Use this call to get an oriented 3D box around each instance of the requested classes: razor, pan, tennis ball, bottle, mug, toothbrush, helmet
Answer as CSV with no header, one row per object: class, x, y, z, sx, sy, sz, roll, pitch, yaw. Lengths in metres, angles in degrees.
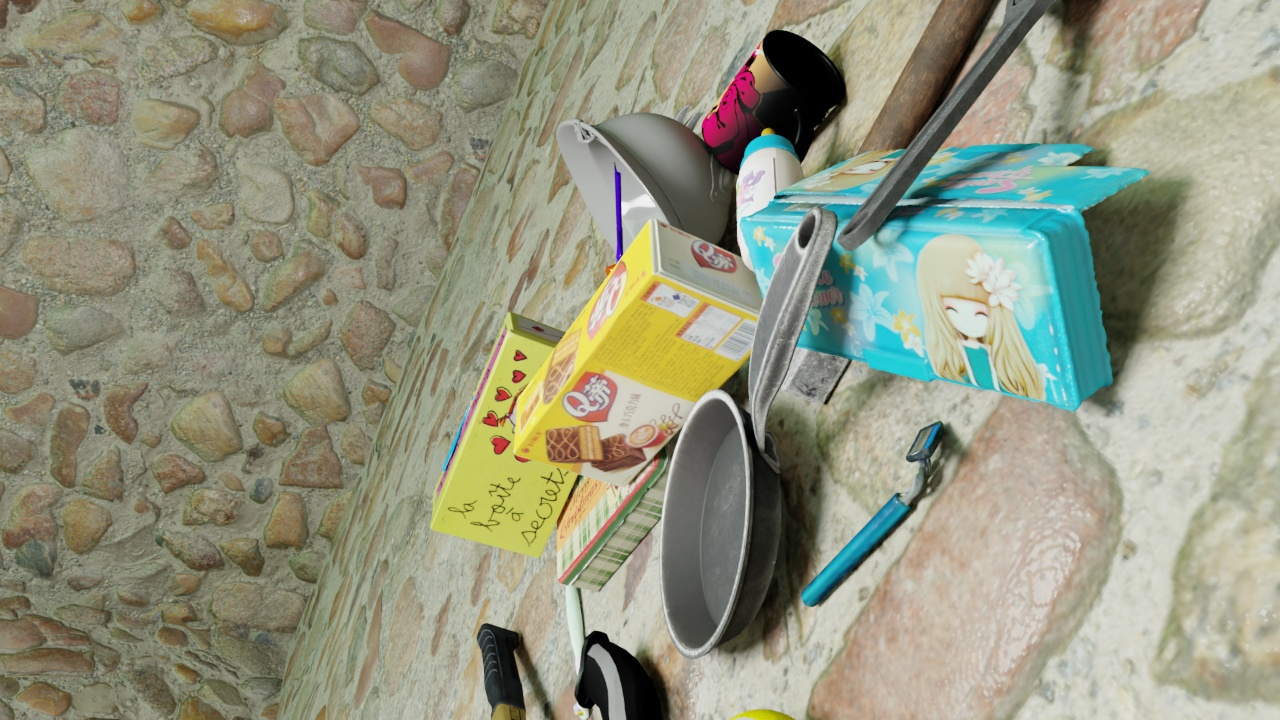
razor,-0.008,0.273,0.695,0.060,0.057,0.156,-41,30,-4
pan,0.069,0.054,0.598,0.187,0.055,0.358,-96,20,-47
tennis ball,0.069,0.230,0.514,0.066,0.065,0.065,-52,27,40
bottle,0.097,-0.127,0.685,0.051,0.051,0.145,-49,28,44
mug,0.114,-0.202,0.779,0.098,0.081,0.117,-48,39,46
toothbrush,-0.061,0.272,0.879,0.154,0.015,0.022,-103,6,-55
helmet,0.023,-0.167,0.864,0.117,0.183,0.271,-31,29,-8
razor,0.136,0.097,0.537,0.042,0.022,0.144,-33,-25,-56

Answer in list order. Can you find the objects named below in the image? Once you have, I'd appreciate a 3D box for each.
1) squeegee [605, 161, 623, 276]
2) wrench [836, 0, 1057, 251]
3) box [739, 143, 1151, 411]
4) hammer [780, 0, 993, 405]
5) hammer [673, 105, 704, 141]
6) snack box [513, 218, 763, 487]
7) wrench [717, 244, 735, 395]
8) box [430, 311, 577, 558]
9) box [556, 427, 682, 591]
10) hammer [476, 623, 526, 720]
squeegee,0.008,-0.036,0.830,0.184,0.055,0.250,61,170,16
wrench,0.185,-0.156,0.495,0.272,0.018,0.073,-50,9,-19
box,0.174,-0.061,0.517,0.121,0.098,0.227,-31,23,-21
hammer,0.152,-0.140,0.687,0.301,0.037,0.217,-63,21,16
hammer,0.086,-0.244,0.958,0.332,0.030,0.119,-9,63,68
snack box,-0.004,0.004,0.720,0.231,0.110,0.061,-50,30,39
wrench,0.065,-0.064,0.858,0.084,0.018,0.272,-51,27,33
box,-0.117,0.077,0.913,0.221,0.124,0.081,-64,17,13
box,-0.020,0.119,0.869,0.206,0.049,0.117,-55,24,37
hammer,-0.129,0.332,0.888,0.025,0.118,0.333,-67,15,1
